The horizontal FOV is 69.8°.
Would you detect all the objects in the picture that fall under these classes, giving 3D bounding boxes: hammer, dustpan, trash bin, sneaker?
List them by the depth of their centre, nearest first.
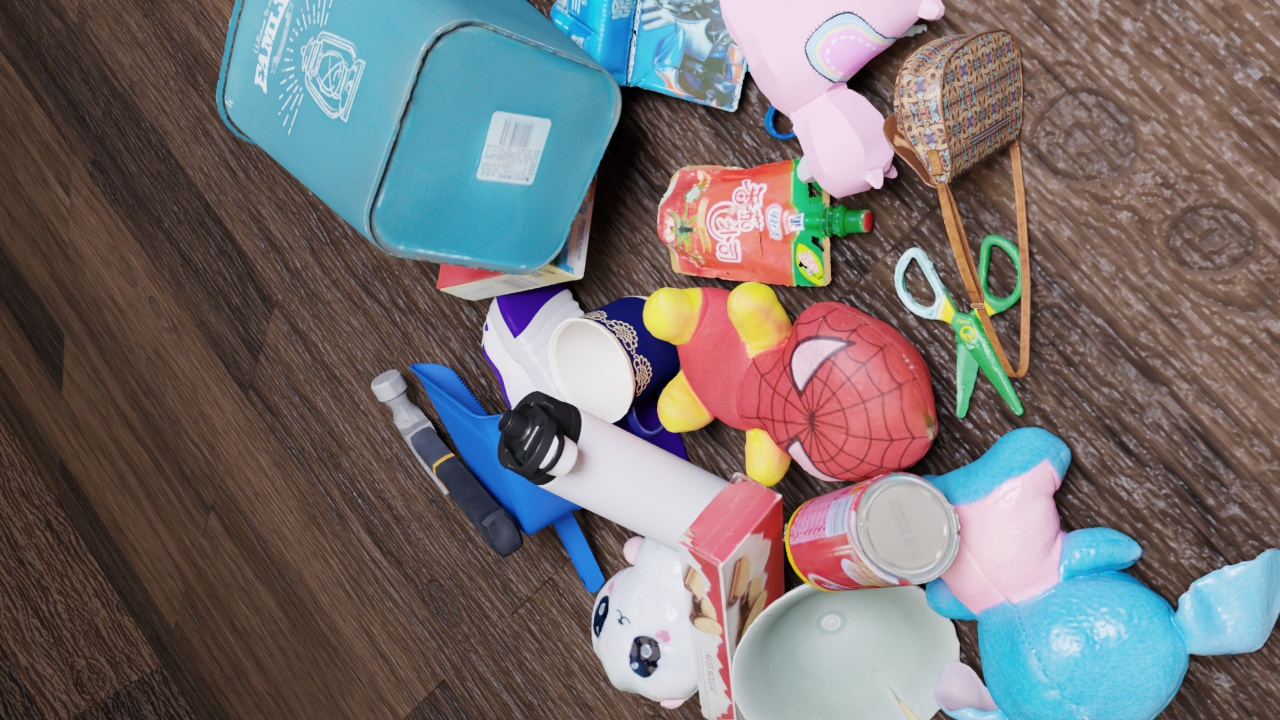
[{"bbox_3d":[-0.147,-0.182,0.634,0.218,0.198,0.197,44,117,38],"label":"trash bin"},{"bbox_3d":[-0.060,0.044,0.805,0.244,0.091,0.111,55,143,4],"label":"sneaker"},{"bbox_3d":[-0.110,0.122,0.864,0.246,0.059,0.258,20,137,62],"label":"dustpan"},{"bbox_3d":[-0.187,0.107,0.900,0.313,0.035,0.139,26,145,59],"label":"hammer"}]

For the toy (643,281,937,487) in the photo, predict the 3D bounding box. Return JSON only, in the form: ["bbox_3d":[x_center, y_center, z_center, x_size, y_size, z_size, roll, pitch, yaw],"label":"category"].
[{"bbox_3d":[0.104,0.014,0.628,0.217,0.098,0.148,16,133,38],"label":"toy"}]

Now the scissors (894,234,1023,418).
[{"bbox_3d":[0.201,-0.019,0.584,0.108,0.012,0.132,19,121,36],"label":"scissors"}]

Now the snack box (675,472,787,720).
[{"bbox_3d":[0.078,0.200,0.708,0.044,0.076,0.273,28,145,32],"label":"snack box"}]

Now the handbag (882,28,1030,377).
[{"bbox_3d":[0.189,-0.082,0.514,0.043,0.093,0.196,2,116,48],"label":"handbag"}]

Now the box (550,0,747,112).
[{"bbox_3d":[0.004,-0.295,0.583,0.175,0.060,0.244,33,130,32],"label":"box"}]

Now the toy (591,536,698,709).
[{"bbox_3d":[0.022,0.214,0.815,0.139,0.101,0.180,25,107,47],"label":"toy"}]

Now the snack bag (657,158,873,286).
[{"bbox_3d":[0.086,-0.096,0.637,0.155,0.044,0.087,7,107,34],"label":"snack bag"}]

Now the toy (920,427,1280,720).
[{"bbox_3d":[0.254,0.138,0.565,0.225,0.098,0.191,-41,70,38],"label":"toy"}]

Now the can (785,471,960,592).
[{"bbox_3d":[0.144,0.112,0.588,0.066,0.066,0.125,54,162,7],"label":"can"}]

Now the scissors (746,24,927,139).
[{"bbox_3d":[0.124,-0.183,0.574,0.135,0.016,0.083,-4,104,39],"label":"scissors"}]

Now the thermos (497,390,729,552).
[{"bbox_3d":[0.000,0.096,0.684,0.068,0.229,0.101,-61,29,-1],"label":"thermos"}]

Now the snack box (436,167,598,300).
[{"bbox_3d":[-0.097,-0.128,0.731,0.143,0.040,0.144,-6,72,44],"label":"snack box"}]

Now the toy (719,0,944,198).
[{"bbox_3d":[0.115,-0.179,0.531,0.124,0.067,0.157,-32,92,39],"label":"toy"}]

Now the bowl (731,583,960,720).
[{"bbox_3d":[0.150,0.218,0.705,0.174,0.067,0.174,-2,113,-4],"label":"bowl"}]

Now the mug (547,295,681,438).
[{"bbox_3d":[-0.004,0.004,0.727,0.112,0.089,0.086,56,136,5],"label":"mug"}]
